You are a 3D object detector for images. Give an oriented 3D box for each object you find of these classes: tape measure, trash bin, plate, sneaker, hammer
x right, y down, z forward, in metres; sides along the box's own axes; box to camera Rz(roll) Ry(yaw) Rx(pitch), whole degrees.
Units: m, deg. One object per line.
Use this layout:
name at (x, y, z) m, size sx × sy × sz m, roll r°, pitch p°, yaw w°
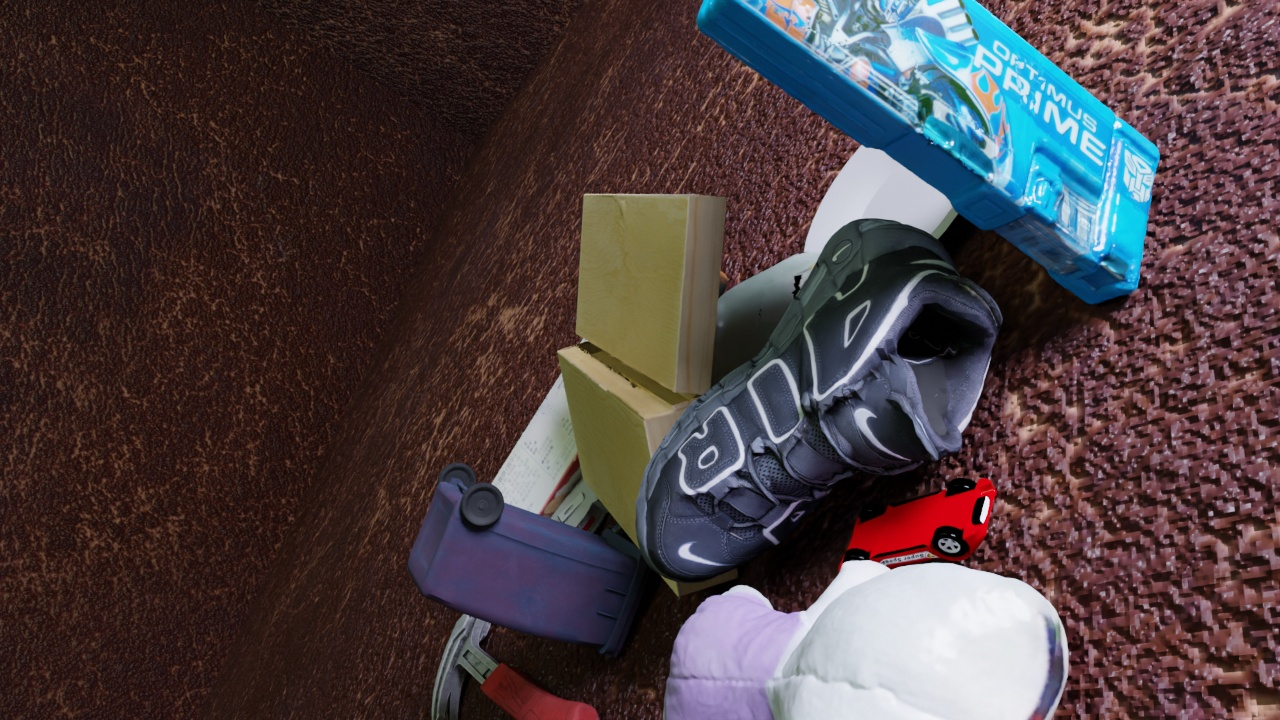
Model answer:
tape measure at (-0.054, 0.136, 0.826) m, size 0.062 × 0.020 × 0.060 m, roll -51°, pitch 21°, yaw -2°
trash bin at (-0.078, 0.148, 0.677) m, size 0.094 × 0.160 × 0.092 m, roll 8°, pitch 75°, yaw 68°
plate at (0.180, -0.112, 0.636) m, size 0.173 × 0.019 × 0.172 m, roll -48°, pitch 24°, yaw 29°
sneaker at (0.102, 0.041, 0.493) m, size 0.252 × 0.097 × 0.151 m, roll -52°, pitch 17°, yaw 4°
hammer at (-0.110, 0.276, 0.767) m, size 0.316 × 0.036 × 0.126 m, roll -7°, pitch 58°, yaw 64°

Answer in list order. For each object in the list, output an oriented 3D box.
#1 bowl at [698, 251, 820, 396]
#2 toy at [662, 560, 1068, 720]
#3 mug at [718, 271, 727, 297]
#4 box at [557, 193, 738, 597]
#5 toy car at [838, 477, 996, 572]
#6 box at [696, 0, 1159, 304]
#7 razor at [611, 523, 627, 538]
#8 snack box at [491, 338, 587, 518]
bowl at (0.068, -0.009, 0.657) m, size 0.175 × 0.068 × 0.173 m, roll -53°, pitch 25°, yaw 36°
toy at (0.084, 0.149, 0.412) m, size 0.210 × 0.085 × 0.137 m, roll -22°, pitch 43°, yaw 56°
mug at (0.029, -0.060, 0.820) m, size 0.081 × 0.085 × 0.111 m, roll -55°, pitch 21°, yaw 8°
box at (-0.002, 0.004, 0.675) m, size 0.247 × 0.076 × 0.257 m, roll -151°, pitch 62°, yaw -69°
toy car at (0.137, 0.087, 0.459) m, size 0.090 × 0.025 × 0.038 m, roll -29°, pitch 19°, yaw 46°
box at (0.145, -0.145, 0.446) m, size 0.075 × 0.243 × 0.166 m, roll -49°, pitch 22°, yaw 33°
razor at (-0.053, 0.173, 0.787) m, size 0.141 × 0.018 × 0.043 m, roll -40°, pitch -8°, yaw 38°
snack box at (-0.071, 0.081, 0.874) m, size 0.076 × 0.044 × 0.273 m, roll 40°, pitch 102°, yaw 37°
